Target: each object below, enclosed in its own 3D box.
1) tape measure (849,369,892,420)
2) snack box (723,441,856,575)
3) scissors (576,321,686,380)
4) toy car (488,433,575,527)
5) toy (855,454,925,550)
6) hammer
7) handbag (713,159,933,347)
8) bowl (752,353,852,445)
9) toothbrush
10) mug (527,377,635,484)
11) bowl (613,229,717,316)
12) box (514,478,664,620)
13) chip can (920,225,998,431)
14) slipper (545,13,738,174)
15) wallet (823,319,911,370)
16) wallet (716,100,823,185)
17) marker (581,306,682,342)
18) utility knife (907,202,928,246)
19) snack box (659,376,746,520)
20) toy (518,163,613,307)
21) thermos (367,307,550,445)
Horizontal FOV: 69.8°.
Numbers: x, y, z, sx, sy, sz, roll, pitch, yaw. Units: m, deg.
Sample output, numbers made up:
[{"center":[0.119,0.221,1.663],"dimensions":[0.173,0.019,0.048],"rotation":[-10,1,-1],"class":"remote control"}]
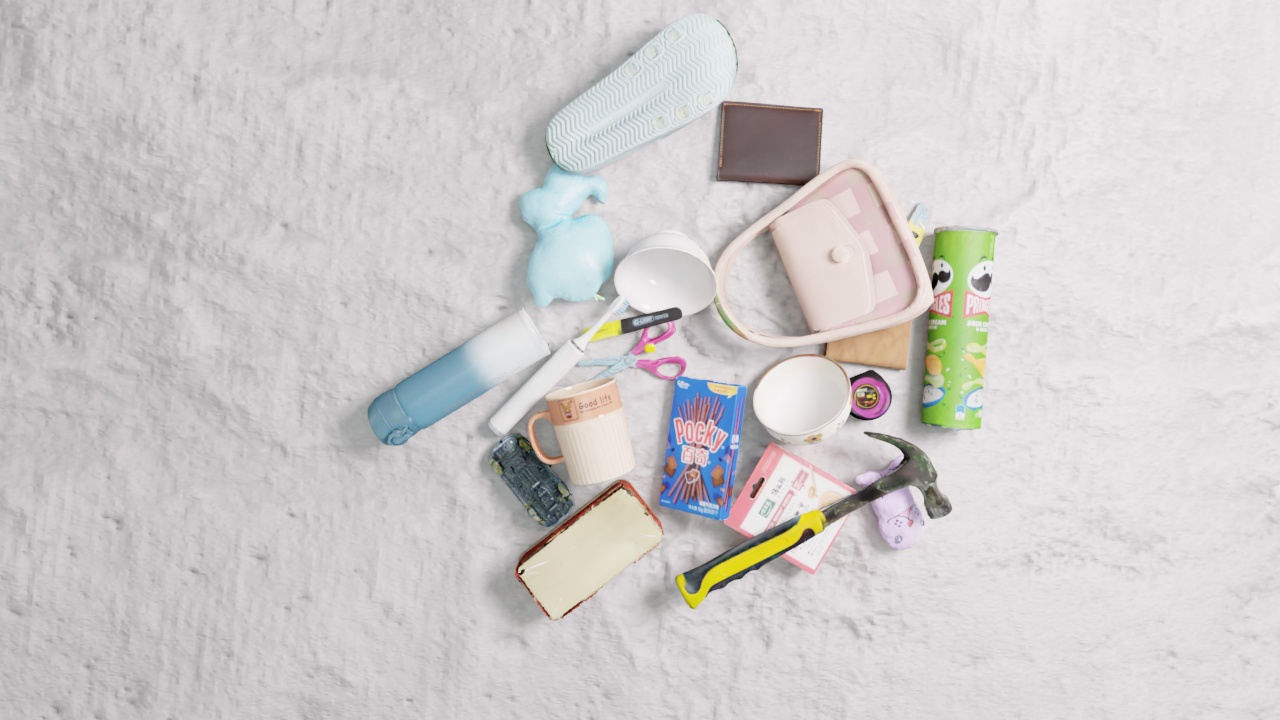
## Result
[{"center":[0.268,0.043,1.091],"dimensions":[0.057,0.039,0.058],"rotation":[-24,88,0],"class":"tape measure"},{"center":[0.176,0.172,1.090],"dimensions":[0.127,0.044,0.113],"rotation":[31,92,-3],"class":"snack box"},{"center":[-0.008,0.008,1.095],"dimensions":[0.137,0.017,0.096],"rotation":[-32,102,5],"class":"scissors"},{"center":[-0.128,0.142,1.086],"dimensions":[0.054,0.037,0.120],"rotation":[-42,83,1],"class":"toy car"},{"center":[0.306,0.173,1.097],"dimensions":[0.083,0.039,0.108],"rotation":[-22,91,-21],"class":"toy"},{"center":[0.188,0.188,1.052],"dimensions":[0.323,0.032,0.126],"rotation":[-27,94,0],"class":"hammer"},{"center":[0.197,-0.104,1.054],"dimensions":[0.234,0.093,0.193],"rotation":[-22,80,10],"class":"handbag"},{"center":[0.194,0.054,1.067],"dimensions":[0.113,0.113,0.062],"rotation":[-35,134,0],"class":"bowl"},{"center":[-0.095,0.005,1.073],"dimensions":[0.221,0.026,0.026],"rotation":[-45,134,7],"class":"toothbrush"},{"center":[-0.071,0.085,1.061],"dimensions":[0.114,0.081,0.106],"rotation":[-14,97,6],"class":"mug"},{"center":[0.031,-0.111,1.059],"dimensions":[0.118,0.118,0.064],"rotation":[8,53,-2],"class":"bowl"},{"center":[-0.058,0.222,1.068],"dimensions":[0.168,0.079,0.091],"rotation":[-38,92,1],"class":"box"},{"center":[0.372,-0.036,1.074],"dimensions":[0.072,0.072,0.236],"rotation":[4,92,-2],"class":"chip can"},{"center":[0.003,-0.296,1.055],"dimensions":[0.245,0.074,0.104],"rotation":[-32,93,5],"class":"slipper"},{"center":[0.275,-0.051,1.098],"dimensions":[0.101,0.020,0.115],"rotation":[6,89,-3],"class":"wallet"},{"center":[0.154,-0.257,1.087],"dimensions":[0.122,0.020,0.096],"rotation":[4,87,0],"class":"wallet"},{"center":[-0.010,-0.043,1.077],"dimensions":[0.124,0.015,0.018],"rotation":[-13,84,14],"class":"marker"},{"center":[0.301,-0.110,1.090],"dimensions":[0.031,0.019,0.173],"rotation":[29,79,-5],"class":"utility knife"},{"center":[0.072,0.101,1.073],"dimensions":[0.085,0.026,0.157],"rotation":[8,92,34],"class":"snack box"},{"center":[-0.083,-0.140,1.070],"dimensions":[0.161,0.050,0.156],"rotation":[-44,85,-7],"class":"toy"},{"center":[-0.212,0.022,1.065],"dimensions":[0.220,0.070,0.070],"rotation":[-32,92,0],"class":"thermos"}]
